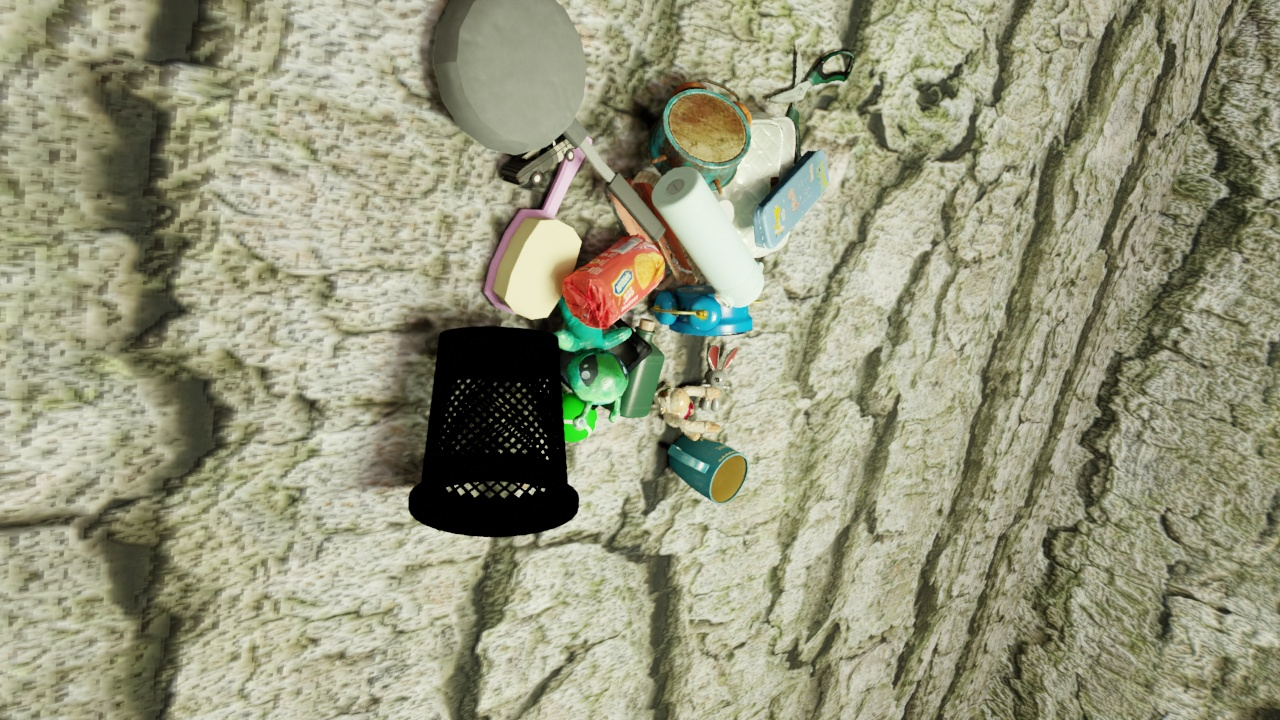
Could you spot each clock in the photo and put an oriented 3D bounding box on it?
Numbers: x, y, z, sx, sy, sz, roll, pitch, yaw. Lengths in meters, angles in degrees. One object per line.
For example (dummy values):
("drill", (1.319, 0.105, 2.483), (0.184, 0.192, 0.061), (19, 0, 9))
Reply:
("clock", (0.086, -0.068, 1.262), (0.161, 0.117, 0.060), (-11, 107, -47))
("clock", (0.077, -0.284, 1.145), (0.073, 0.121, 0.157), (127, -14, -64))

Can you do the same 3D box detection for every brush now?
("brush", (-0.105, -0.158, 1.076), (0.089, 0.043, 0.229), (21, 95, -48))

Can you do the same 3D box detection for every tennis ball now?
("tennis ball", (-0.089, 0.074, 1.195), (0.065, 0.065, 0.065), (-22, 124, -36))

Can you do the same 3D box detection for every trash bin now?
("trash bin", (-0.163, 0.070, 1.045), (0.195, 0.196, 0.200), (-7, 105, -43))

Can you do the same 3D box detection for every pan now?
("pan", (-0.075, -0.254, 1.004), (0.357, 0.041, 0.178), (46, 69, -36))

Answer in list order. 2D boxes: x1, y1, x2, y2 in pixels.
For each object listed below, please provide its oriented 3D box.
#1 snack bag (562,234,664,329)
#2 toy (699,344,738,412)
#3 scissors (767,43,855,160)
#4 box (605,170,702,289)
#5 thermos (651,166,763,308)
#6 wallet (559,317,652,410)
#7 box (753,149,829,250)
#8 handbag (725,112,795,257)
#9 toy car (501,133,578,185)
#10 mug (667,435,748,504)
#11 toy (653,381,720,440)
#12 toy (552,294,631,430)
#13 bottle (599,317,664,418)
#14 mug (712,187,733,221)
("snack bag", (-0.034, -0.097, 1.121), (0.175, 0.082, 0.082), (-43, 139, -51))
("toy", (0.118, 0.027, 1.405), (0.049, 0.030, 0.112), (5, 111, -17))
("scissors", (0.250, -0.368, 1.347), (0.201, 0.015, 0.202), (-26, 129, -35))
("box", (0.018, -0.167, 1.192), (0.187, 0.085, 0.048), (59, 38, -41))
("thermos", (0.089, -0.146, 1.137), (0.077, 0.065, 0.207), (-57, 136, -16))
("wallet", (-0.055, -0.004, 1.183), (0.114, 0.089, 0.026), (-45, 178, -17))
("box", (0.210, -0.222, 1.247), (0.208, 0.037, 0.066), (-49, 138, -43))
("handbag", (0.153, -0.240, 1.259), (0.138, 0.072, 0.195), (-16, 115, -37))
("toy car", (-0.114, -0.229, 1.032), (0.092, 0.040, 0.037), (-40, 132, -24))
("mug", (0.090, 0.155, 1.388), (0.112, 0.104, 0.084), (26, 91, -46))
("toy", (0.063, 0.062, 1.349), (0.106, 0.074, 0.085), (29, 56, -29))
("toy", (-0.066, -0.012, 1.135), (0.130, 0.073, 0.193), (-2, 73, -45))
("bottle", (-0.007, 0.007, 1.245), (0.061, 0.061, 0.131), (1, 109, -48))
("mug", (0.080, -0.216, 1.197), (0.071, 0.089, 0.107), (7, 105, -47))
